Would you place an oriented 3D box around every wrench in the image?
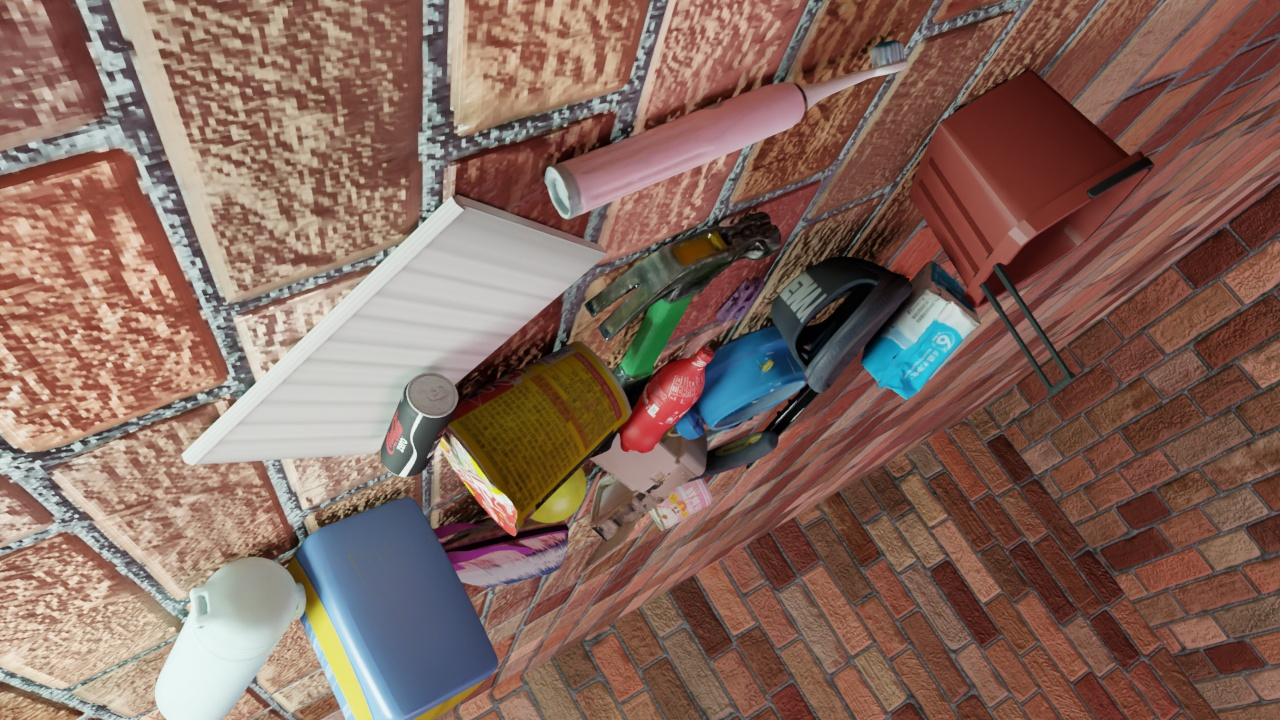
[{"bbox_3d":[0.050,0.118,0.986,0.274,0.022,0.073,-28,-159,49],"label":"wrench"}]

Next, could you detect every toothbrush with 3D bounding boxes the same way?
[{"bbox_3d":[0.053,-0.124,0.471,0.222,0.026,0.027,-26,-155,-21],"label":"toothbrush"}]

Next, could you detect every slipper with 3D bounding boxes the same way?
[{"bbox_3d":[0.171,-0.053,0.800,0.111,0.083,0.267,-51,175,18],"label":"slipper"}]

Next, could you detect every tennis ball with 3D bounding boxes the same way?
[{"bbox_3d":[-0.080,0.110,0.806,0.065,0.065,0.065,-29,162,-10],"label":"tennis ball"}]

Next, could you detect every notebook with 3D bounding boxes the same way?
[{"bbox_3d":[-0.129,-0.006,0.505,0.210,0.009,0.142,-38,162,19],"label":"notebook"},{"bbox_3d":[0.202,0.009,0.974,0.232,0.019,0.168,-50,172,21],"label":"notebook"}]

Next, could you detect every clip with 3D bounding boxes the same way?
[{"bbox_3d":[0.081,-0.048,0.743,0.036,0.013,0.052,-20,157,-36],"label":"clip"}]

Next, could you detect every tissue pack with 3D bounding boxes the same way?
[{"bbox_3d":[0.243,-0.028,0.789,0.093,0.061,0.144,-54,176,23],"label":"tissue pack"}]

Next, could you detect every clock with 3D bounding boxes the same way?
[{"bbox_3d":[0.087,0.027,0.870,0.116,0.060,0.162,-11,158,-49],"label":"clock"}]

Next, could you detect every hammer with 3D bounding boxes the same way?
[{"bbox_3d":[-0.004,0.004,0.712,0.130,0.032,0.320,-24,161,-26],"label":"hammer"}]

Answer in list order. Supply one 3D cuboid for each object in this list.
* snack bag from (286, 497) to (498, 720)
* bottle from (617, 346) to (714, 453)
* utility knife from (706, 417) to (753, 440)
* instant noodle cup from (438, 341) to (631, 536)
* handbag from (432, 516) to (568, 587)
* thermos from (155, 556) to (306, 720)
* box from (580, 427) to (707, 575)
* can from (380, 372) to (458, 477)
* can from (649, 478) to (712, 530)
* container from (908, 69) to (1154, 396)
[{"bbox_3d":[-0.216,0.227,0.738,0.102,0.159,0.206,-18,159,-40],"label":"snack bag"},{"bbox_3d":[0.023,0.034,0.814,0.041,0.042,0.142,-15,154,-43],"label":"bottle"},{"bbox_3d":[0.104,0.072,1.029,0.158,0.015,0.022,-26,-175,10],"label":"utility knife"},{"bbox_3d":[-0.072,0.044,0.620,0.112,0.100,0.100,-37,165,-20],"label":"instant noodle cup"},{"bbox_3d":[-0.141,0.167,0.823,0.145,0.068,0.170,-16,166,10],"label":"handbag"},{"bbox_3d":[-0.315,0.216,0.694,0.077,0.065,0.207,4,143,-36],"label":"thermos"},{"bbox_3d":[-0.015,0.117,0.936,0.145,0.101,0.186,-41,-179,18],"label":"box"},{"bbox_3d":[-0.134,0.040,0.552,0.031,0.031,0.081,-19,159,-36],"label":"can"},{"bbox_3d":[0.045,0.173,1.189,0.076,0.067,0.067,-29,162,-10],"label":"can"},{"bbox_3d":[0.299,-0.092,0.680,0.127,0.200,0.148,-30,162,-6],"label":"container"}]
